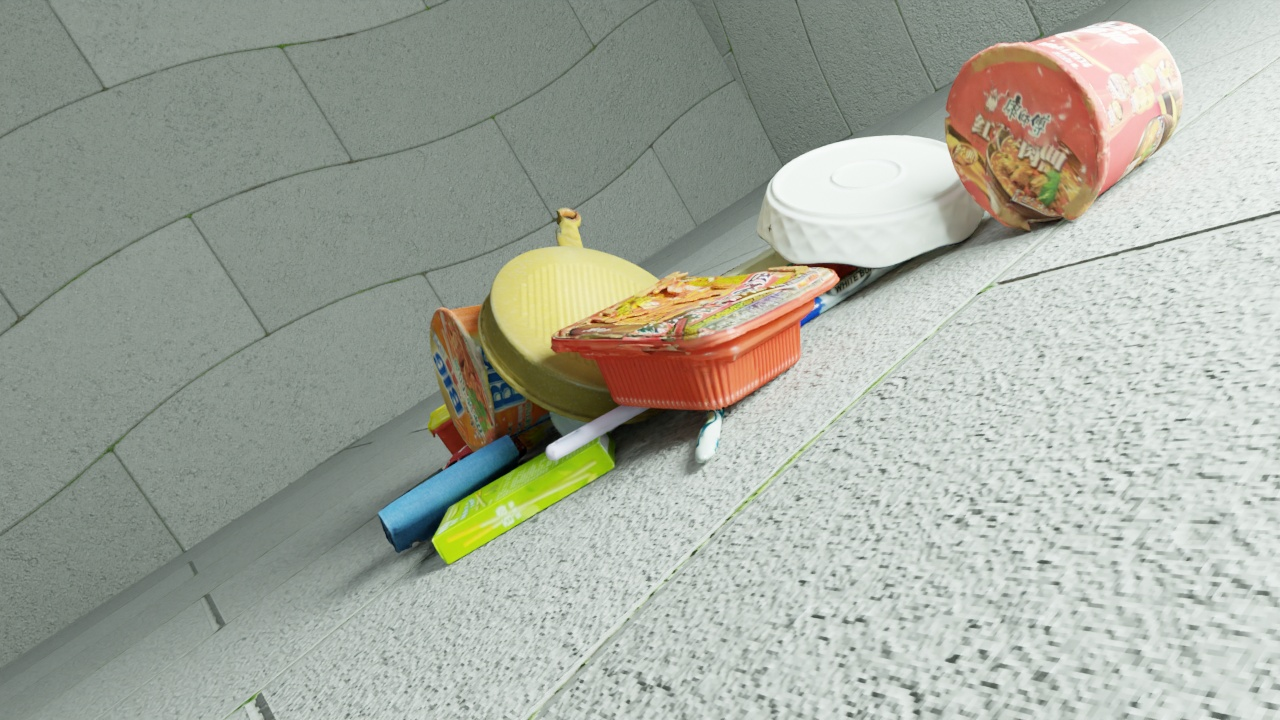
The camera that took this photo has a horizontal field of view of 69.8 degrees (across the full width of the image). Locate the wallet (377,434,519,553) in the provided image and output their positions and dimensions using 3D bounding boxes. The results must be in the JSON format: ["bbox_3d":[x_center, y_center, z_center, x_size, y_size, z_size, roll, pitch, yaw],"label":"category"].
[{"bbox_3d":[-0.173,0.120,0.833,0.132,0.040,0.106,-31,-12,-20],"label":"wallet"}]

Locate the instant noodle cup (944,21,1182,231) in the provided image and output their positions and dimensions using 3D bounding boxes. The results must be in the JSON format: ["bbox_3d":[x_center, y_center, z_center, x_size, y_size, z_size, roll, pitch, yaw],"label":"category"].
[{"bbox_3d":[0.312,-0.180,0.672,0.108,0.138,0.138,-27,6,-21],"label":"instant noodle cup"}]

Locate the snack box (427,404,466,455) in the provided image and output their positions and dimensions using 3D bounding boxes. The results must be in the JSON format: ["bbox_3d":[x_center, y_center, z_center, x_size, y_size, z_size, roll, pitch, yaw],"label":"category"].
[{"bbox_3d":[-0.205,0.083,1.104,0.082,0.080,0.091,-33,8,-11],"label":"snack box"}]

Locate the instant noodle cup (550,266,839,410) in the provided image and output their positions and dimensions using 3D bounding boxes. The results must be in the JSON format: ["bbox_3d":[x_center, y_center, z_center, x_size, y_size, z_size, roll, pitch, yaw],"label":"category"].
[{"bbox_3d":[0.042,-0.018,0.703,0.189,0.079,0.164,2,21,45],"label":"instant noodle cup"}]

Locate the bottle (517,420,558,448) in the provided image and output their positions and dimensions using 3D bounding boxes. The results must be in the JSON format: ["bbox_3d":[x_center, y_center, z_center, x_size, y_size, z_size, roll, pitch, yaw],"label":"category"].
[{"bbox_3d":[-0.102,0.048,1.005,0.108,0.063,0.063,-33,8,-13],"label":"bottle"}]

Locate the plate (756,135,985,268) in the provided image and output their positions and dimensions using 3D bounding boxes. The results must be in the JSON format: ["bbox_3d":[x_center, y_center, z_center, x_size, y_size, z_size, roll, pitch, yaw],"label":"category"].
[{"bbox_3d":[0.206,-0.151,0.831,0.205,0.046,0.204,-10,34,6],"label":"plate"}]

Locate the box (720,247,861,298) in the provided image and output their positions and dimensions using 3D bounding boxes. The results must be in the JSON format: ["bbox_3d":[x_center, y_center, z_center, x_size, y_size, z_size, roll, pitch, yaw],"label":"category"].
[{"bbox_3d":[0.127,-0.082,0.911,0.168,0.078,0.091,-29,7,17],"label":"box"}]

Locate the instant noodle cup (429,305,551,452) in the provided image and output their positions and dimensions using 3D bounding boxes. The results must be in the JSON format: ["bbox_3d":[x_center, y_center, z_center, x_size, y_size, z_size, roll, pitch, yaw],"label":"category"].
[{"bbox_3d":[-0.128,0.007,0.909,0.111,0.151,0.152,-19,2,-28],"label":"instant noodle cup"}]

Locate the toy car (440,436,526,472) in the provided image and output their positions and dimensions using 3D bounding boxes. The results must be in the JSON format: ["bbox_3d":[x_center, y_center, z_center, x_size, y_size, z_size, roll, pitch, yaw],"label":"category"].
[{"bbox_3d":[-0.176,0.110,0.968,0.121,0.045,0.052,-29,7,26],"label":"toy car"}]

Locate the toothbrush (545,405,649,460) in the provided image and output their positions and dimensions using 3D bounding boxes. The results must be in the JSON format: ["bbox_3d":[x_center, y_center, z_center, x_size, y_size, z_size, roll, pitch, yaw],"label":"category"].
[{"bbox_3d":[0.000,0.039,0.736,0.188,0.021,0.029,-25,8,-36],"label":"toothbrush"}]

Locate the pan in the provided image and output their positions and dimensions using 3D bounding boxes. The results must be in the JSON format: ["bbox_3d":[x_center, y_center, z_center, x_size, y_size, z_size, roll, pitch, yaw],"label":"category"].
[{"bbox_3d":[-0.057,-0.070,0.888,0.356,0.197,0.078,-97,24,-46],"label":"pan"}]

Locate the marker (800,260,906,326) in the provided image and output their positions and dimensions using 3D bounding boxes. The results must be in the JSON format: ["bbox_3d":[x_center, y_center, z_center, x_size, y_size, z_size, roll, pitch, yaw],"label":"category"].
[{"bbox_3d":[0.193,-0.070,0.819,0.145,0.017,0.017,-32,8,-5],"label":"marker"}]

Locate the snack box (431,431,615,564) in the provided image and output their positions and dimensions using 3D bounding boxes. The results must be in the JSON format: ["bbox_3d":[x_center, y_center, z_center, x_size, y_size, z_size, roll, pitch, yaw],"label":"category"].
[{"bbox_3d":[-0.093,0.106,0.756,0.156,0.026,0.085,-30,8,2],"label":"snack box"}]

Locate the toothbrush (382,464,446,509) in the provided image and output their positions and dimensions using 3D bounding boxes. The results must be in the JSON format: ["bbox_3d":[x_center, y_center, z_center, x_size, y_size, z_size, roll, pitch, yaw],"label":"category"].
[{"bbox_3d":[-0.249,0.136,1.164,0.185,0.017,0.012,-36,12,-30],"label":"toothbrush"}]

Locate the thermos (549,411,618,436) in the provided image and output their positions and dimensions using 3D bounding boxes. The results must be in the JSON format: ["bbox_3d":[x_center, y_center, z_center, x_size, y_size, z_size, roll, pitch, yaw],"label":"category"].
[{"bbox_3d":[-0.005,0.005,0.904,0.070,0.070,0.219,-24,11,38],"label":"thermos"}]

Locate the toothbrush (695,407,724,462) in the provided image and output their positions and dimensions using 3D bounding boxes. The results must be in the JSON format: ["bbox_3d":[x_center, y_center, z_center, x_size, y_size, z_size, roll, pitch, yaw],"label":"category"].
[{"bbox_3d":[0.052,0.037,0.672,0.016,0.018,0.191,-29,8,14],"label":"toothbrush"}]
